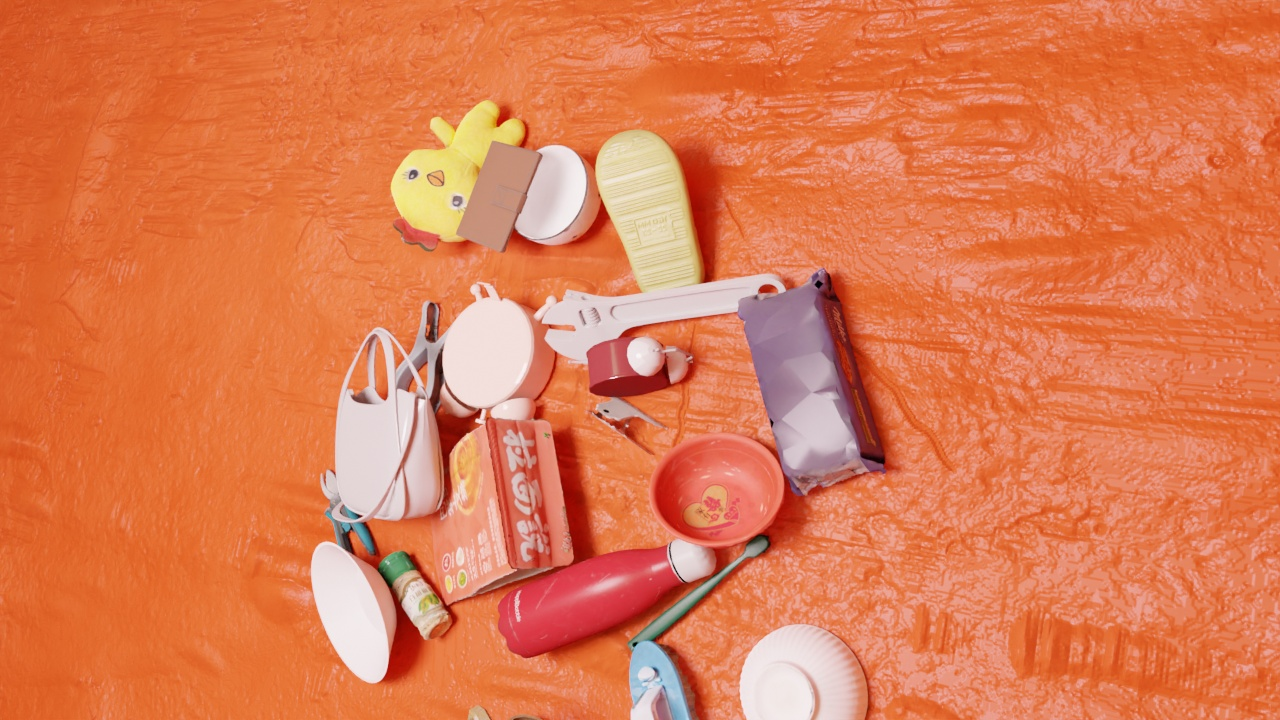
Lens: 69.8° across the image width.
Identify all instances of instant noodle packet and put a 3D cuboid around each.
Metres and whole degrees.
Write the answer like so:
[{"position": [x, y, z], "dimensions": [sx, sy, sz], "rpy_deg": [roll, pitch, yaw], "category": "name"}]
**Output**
[{"position": [-0.182, 0.174, 1.022], "dimensions": [0.222, 0.083, 0.164], "rpy_deg": [-31, 64, 43], "category": "instant noodle packet"}]

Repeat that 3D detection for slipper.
[{"position": [0.021, -0.153, 0.983], "dimensions": [0.092, 0.081, 0.190], "rpy_deg": [-15, 98, 20], "category": "slipper"}]

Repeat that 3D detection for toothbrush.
[{"position": [0.058, 0.233, 0.914], "dimensions": [0.190, 0.017, 0.016], "rpy_deg": [-43, 69, 17], "category": "toothbrush"}]

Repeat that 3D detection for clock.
[{"position": [-0.005, 0.005, 0.957], "dimensions": [0.125, 0.087, 0.044], "rpy_deg": [-16, 71, 30], "category": "clock"}, {"position": [-0.172, -0.006, 1.062], "dimensions": [0.131, 0.086, 0.160], "rpy_deg": [11, 91, 31], "category": "clock"}]

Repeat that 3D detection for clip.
[{"position": [-0.280, 0.004, 1.150], "dimensions": [0.106, 0.027, 0.163], "rpy_deg": [28, 94, 31], "category": "clip"}, {"position": [-0.024, 0.059, 0.983], "dimensions": [0.102, 0.054, 0.057], "rpy_deg": [31, 59, 31], "category": "clip"}]

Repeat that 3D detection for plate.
[{"position": [-0.331, 0.292, 1.089], "dimensions": [0.174, 0.036, 0.174], "rpy_deg": [17, 116, 41], "category": "plate"}]

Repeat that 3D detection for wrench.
[{"position": [0.022, -0.048, 0.973], "dimensions": [0.274, 0.087, 0.018], "rpy_deg": [-6, 38, 20], "category": "wrench"}]

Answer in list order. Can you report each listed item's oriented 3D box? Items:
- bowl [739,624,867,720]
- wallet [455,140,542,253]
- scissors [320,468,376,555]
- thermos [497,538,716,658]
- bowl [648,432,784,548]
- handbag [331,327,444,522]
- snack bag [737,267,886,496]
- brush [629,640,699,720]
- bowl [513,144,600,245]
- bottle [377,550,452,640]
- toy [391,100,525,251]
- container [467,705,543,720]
[{"position": [0.138, 0.300, 0.825], "dimensions": [0.118, 0.062, 0.118], "rpy_deg": [-7, 76, 29], "category": "bowl"}, {"position": [-0.164, -0.190, 1.058], "dimensions": [0.087, 0.013, 0.121], "rpy_deg": [23, 93, 36], "category": "wallet"}, {"position": [-0.374, 0.202, 1.168], "dimensions": [0.150, 0.019, 0.131], "rpy_deg": [3, 79, 32], "category": "scissors"}, {"position": [-0.033, 0.233, 0.932], "dimensions": [0.240, 0.073, 0.073], "rpy_deg": [-26, 68, 20], "category": "thermos"}, {"position": [0.075, 0.134, 0.886], "dimensions": [0.130, 0.045, 0.130], "rpy_deg": [-6, 47, 7], "category": "bowl"}, {"position": [-0.316, 0.073, 1.088], "dimensions": [0.216, 0.095, 0.222], "rpy_deg": [-2, 92, 47], "category": "handbag"}, {"position": [0.159, 0.019, 0.874], "dimensions": [0.097, 0.058, 0.205], "rpy_deg": [-22, 70, 25], "category": "snack bag"}, {"position": [0.019, 0.337, 0.878], "dimensions": [0.055, 0.075, 0.135], "rpy_deg": [-25, 68, 23], "category": "brush"}, {"position": [-0.092, -0.184, 1.059], "dimensions": [0.114, 0.063, 0.113], "rpy_deg": [-7, 76, 30], "category": "bowl"}, {"position": [-0.265, 0.275, 1.075], "dimensions": [0.111, 0.043, 0.043], "rpy_deg": [44, 102, 29], "category": "bottle"}, {"position": [-0.224, -0.225, 1.132], "dimensions": [0.134, 0.092, 0.207], "rpy_deg": [33, 89, 8], "category": "toy"}, {"position": [-0.137, 0.447, 0.898], "dimensions": [0.157, 0.186, 0.251], "rpy_deg": [51, 143, 28], "category": "container"}]
